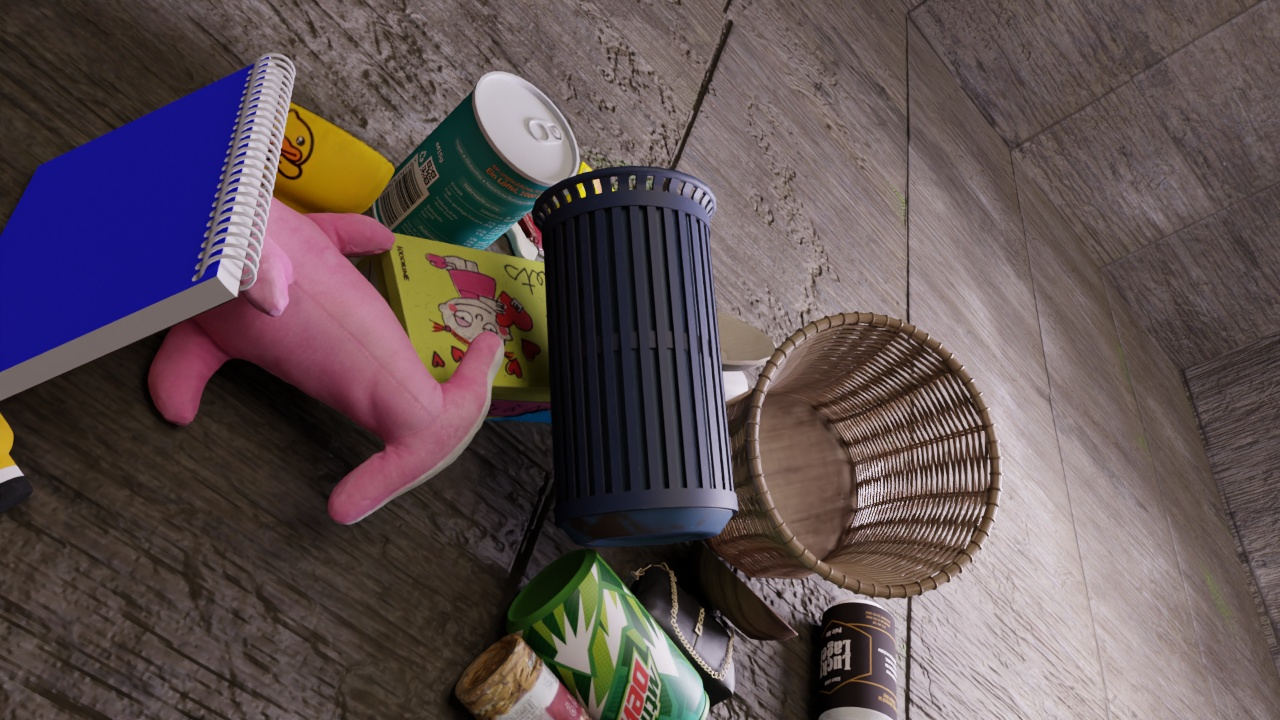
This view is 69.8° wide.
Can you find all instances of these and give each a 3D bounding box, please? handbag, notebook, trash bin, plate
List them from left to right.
[{"bbox_3d":[-0.264,-0.074,0.474,0.208,0.172,0.022,-105,170,-45],"label":"notebook"},{"bbox_3d":[-0.004,0.004,0.665,0.139,0.140,0.249,12,67,-45],"label":"trash bin"},{"bbox_3d":[0.037,-0.022,0.875,0.188,0.027,0.188,13,18,-4],"label":"plate"},{"bbox_3d":[0.032,0.223,0.754,0.128,0.054,0.079,46,26,-12],"label":"handbag"}]

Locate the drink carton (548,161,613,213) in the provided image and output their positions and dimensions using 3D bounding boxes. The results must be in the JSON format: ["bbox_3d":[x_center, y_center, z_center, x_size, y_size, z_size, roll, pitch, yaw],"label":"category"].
[{"bbox_3d":[-0.027,-0.136,0.942,0.134,0.043,0.058,40,39,-25],"label":"drink carton"}]

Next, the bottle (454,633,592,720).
[{"bbox_3d":[-0.069,0.239,0.608,0.105,0.056,0.056,52,36,-9],"label":"bottle"}]

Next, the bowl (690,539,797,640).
[{"bbox_3d":[0.081,0.206,0.797,0.119,0.032,0.119,43,-5,5],"label":"bowl"}]

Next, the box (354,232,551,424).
[{"bbox_3d":[-0.114,-0.017,0.723,0.220,0.080,0.124,6,61,-46],"label":"box"}]

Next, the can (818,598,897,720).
[{"bbox_3d":[0.209,0.300,0.880,0.072,0.072,0.128,40,40,-24],"label":"can"}]

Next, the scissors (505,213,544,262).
[{"bbox_3d":[-0.100,-0.111,0.862,0.188,0.015,0.139,37,40,-30],"label":"scissors"}]

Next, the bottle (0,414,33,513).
[{"bbox_3d":[-0.352,0.012,0.447,0.143,0.043,0.043,56,36,-3],"label":"bottle"}]

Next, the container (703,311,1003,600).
[{"bbox_3d":[0.160,0.094,0.806,0.226,0.197,0.226,5,74,-17],"label":"container"}]

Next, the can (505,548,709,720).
[{"bbox_3d":[-0.022,0.213,0.658,0.144,0.083,0.082,52,36,-10],"label":"can"}]

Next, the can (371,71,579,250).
[{"bbox_3d":[-0.134,-0.145,0.735,0.099,0.144,0.099,29,45,-34],"label":"can"}]

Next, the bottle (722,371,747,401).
[{"bbox_3d":[0.025,0.023,0.880,0.194,0.053,0.052,6,60,-48],"label":"bottle"}]

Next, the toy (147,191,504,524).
[{"bbox_3d":[-0.207,-0.034,0.548,0.265,0.128,0.186,41,65,0],"label":"toy"}]

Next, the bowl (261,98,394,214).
[{"bbox_3d":[-0.241,-0.135,0.646,0.117,0.117,0.067,28,86,-35],"label":"bowl"}]
